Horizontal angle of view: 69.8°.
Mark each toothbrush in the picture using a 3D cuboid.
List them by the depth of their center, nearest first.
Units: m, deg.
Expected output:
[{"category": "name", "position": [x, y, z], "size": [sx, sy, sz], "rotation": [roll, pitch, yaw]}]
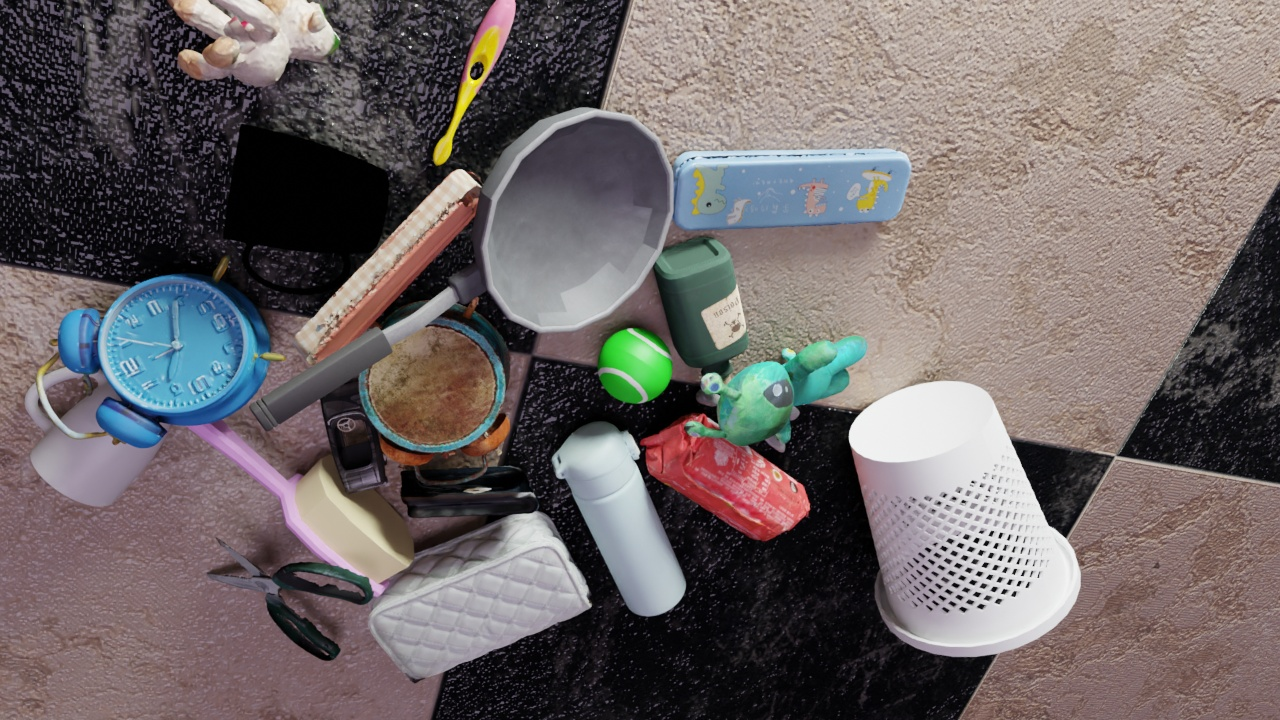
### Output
[{"category": "toothbrush", "position": [-0.125, -0.208, 0.682], "size": [0.021, 0.016, 0.136], "rotation": [22, 108, -21]}]

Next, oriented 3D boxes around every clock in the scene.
[{"category": "clock", "position": [-0.355, 0.000, 0.678], "size": [0.161, 0.060, 0.117], "rotation": [-31, 95, -16]}, {"category": "clock", "position": [-0.167, 0.028, 0.761], "size": [0.121, 0.073, 0.158], "rotation": [-8, 107, -6]}]

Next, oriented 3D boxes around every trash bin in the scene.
[{"category": "trash bin", "position": [0.296, 0.139, 0.883], "size": [0.195, 0.195, 0.200], "rotation": [-25, 111, 0]}]

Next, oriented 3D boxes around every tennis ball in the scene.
[{"category": "tennis ball", "position": [-0.005, 0.005, 0.795], "size": [0.065, 0.065, 0.065], "rotation": [-6, 119, -11]}]

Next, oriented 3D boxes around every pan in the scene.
[{"category": "pan", "position": [-0.122, -0.060, 0.674], "size": [0.356, 0.041, 0.179], "rotation": [-36, 138, -21]}]

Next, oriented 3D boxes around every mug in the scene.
[{"category": "mug", "position": [-0.243, -0.103, 0.665], "size": [0.104, 0.084, 0.112], "rotation": [8, 95, -25]}, {"category": "mug", "position": [-0.428, 0.045, 0.722], "size": [0.107, 0.071, 0.089], "rotation": [44, 90, 0]}]

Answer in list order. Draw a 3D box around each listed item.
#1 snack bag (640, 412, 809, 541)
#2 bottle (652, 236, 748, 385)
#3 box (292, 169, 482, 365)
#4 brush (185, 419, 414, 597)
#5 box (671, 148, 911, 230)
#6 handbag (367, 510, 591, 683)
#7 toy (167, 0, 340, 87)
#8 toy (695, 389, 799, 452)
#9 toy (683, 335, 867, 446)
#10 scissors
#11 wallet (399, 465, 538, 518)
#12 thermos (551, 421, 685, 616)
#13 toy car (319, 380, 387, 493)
[{"category": "snack bag", "position": [0.085, 0.114, 0.866], "size": [0.176, 0.082, 0.082], "rotation": [35, 105, -26]}, {"category": "bottle", "position": [0.056, -0.033, 0.791], "size": [0.061, 0.061, 0.131], "rotation": [-20, 120, -6]}, {"category": "box", "position": [-0.186, -0.071, 0.695], "size": [0.187, 0.085, 0.048], "rotation": [-45, 92, 1]}, {"category": "brush", "position": [-0.280, 0.107, 0.772], "size": [0.043, 0.089, 0.229], "rotation": [-38, 118, 2]}, {"category": "box", "position": [0.127, -0.142, 0.766], "size": [0.209, 0.037, 0.066], "rotation": [-3, 120, -11]}, {"category": "handbag", "position": [-0.154, 0.222, 0.874], "size": [0.195, 0.072, 0.139], "rotation": [-21, 129, -2]}, {"category": "toy", "position": [-0.252, -0.223, 0.610], "size": [0.105, 0.085, 0.074], "rotation": [-9, 90, -32]}, {"category": "toy", "position": [0.102, 0.046, 0.864], "size": [0.111, 0.030, 0.049], "rotation": [27, 81, -21]}, {"category": "toy", "position": [0.123, 0.024, 0.813], "size": [0.192, 0.072, 0.131], "rotation": [-19, 143, -34]}, {"category": "scissors", "position": [-0.296, 0.222, 0.821], "size": [0.202, 0.015, 0.202], "rotation": [2, 135, 25]}, {"category": "wallet", "position": [-0.152, 0.117, 0.804], "size": [0.115, 0.089, 0.026], "rotation": [0, 97, -14]}, {"category": "thermos", "position": [-0.016, 0.151, 0.871], "size": [0.078, 0.065, 0.207], "rotation": [-22, 120, -1]}, {"category": "toy car", "position": [-0.241, 0.064, 0.771], "size": [0.040, 0.037, 0.092], "rotation": [-14, 87, -4]}]
